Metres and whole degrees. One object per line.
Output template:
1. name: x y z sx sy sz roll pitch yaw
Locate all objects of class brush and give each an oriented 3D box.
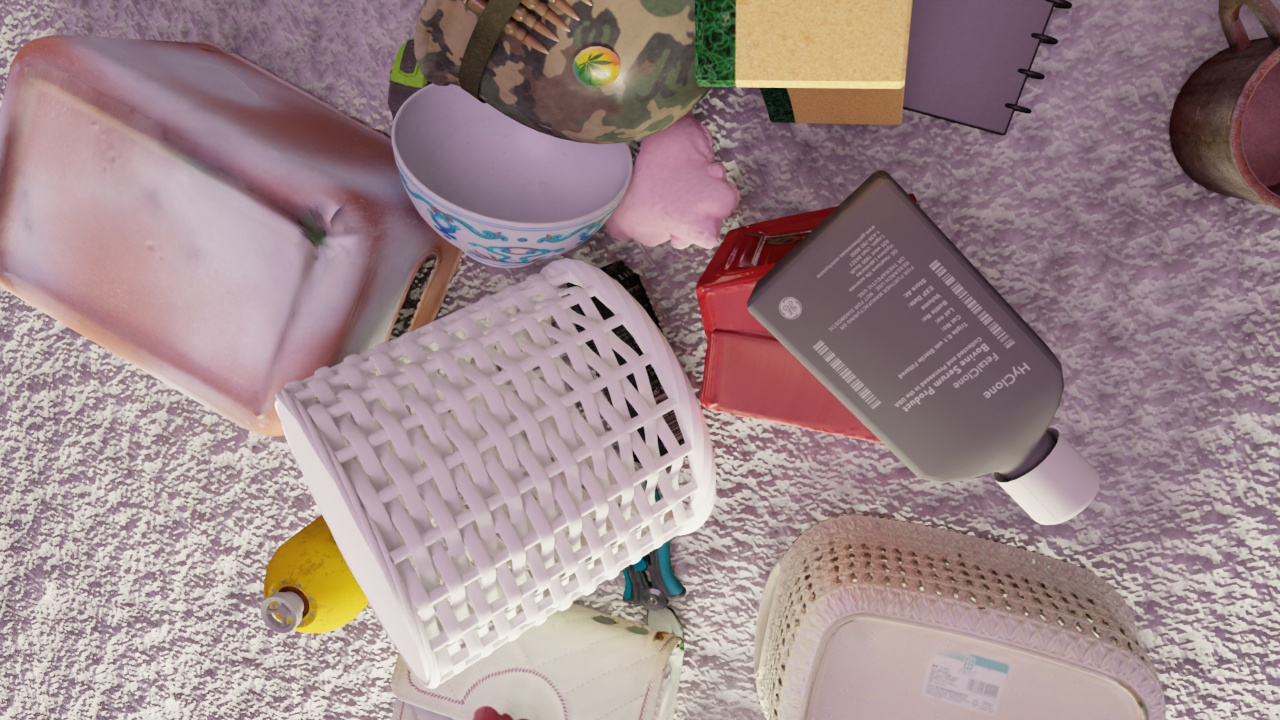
1. brush: 0.088 -0.214 0.414 0.075 0.249 0.195 5 102 15

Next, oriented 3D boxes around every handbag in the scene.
1. handbag: -0.076 0.245 0.671 0.199 0.096 0.142 10 90 17

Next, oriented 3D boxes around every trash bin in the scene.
1. trash bin: -0.270 -0.085 0.607 0.260 0.157 0.182 29 110 4

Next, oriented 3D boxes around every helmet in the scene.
1. helmet: -0.046 -0.235 0.489 0.236 0.192 0.225 25 138 -4

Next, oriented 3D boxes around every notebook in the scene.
1. notebook: 0.174 -0.263 0.521 0.169 0.019 0.232 18 109 10

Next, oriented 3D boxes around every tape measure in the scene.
1. tape measure: -0.142 -0.180 0.600 0.036 0.058 0.066 18 109 13

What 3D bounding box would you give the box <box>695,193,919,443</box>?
1. box: 0.105 -0.021 0.533 0.136 0.157 0.117 -4 109 16

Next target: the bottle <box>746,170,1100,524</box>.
1. bottle: 0.140 0.004 0.424 0.174 0.046 0.084 45 111 -3

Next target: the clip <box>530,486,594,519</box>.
1. clip: -0.059 0.111 0.676 0.054 0.040 0.102 19 108 -5

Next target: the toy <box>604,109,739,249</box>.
1. toy: 0.024 -0.107 0.577 0.096 0.052 0.099 41 113 36

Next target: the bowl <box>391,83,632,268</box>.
1. bowl: -0.083 -0.107 0.577 0.144 0.143 0.074 26 138 6

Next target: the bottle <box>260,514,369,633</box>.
1. bottle: -0.207 0.139 0.648 0.071 0.163 0.071 4 106 13

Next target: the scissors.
1. scissors: 0.001 0.150 0.676 0.150 0.019 0.130 33 115 -2

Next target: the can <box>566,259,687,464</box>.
1. can: -0.004 0.004 0.619 0.054 0.053 0.138 -20 99 18

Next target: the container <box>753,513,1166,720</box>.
1. container: 0.195 0.207 0.579 0.252 0.143 0.185 12 94 10

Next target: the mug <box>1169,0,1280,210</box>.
1. mug: 0.327 -0.137 0.471 0.096 0.110 0.123 -28 97 14

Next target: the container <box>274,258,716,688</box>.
1. container: -0.085 0.061 0.542 0.186 0.190 0.189 -28 100 -25
